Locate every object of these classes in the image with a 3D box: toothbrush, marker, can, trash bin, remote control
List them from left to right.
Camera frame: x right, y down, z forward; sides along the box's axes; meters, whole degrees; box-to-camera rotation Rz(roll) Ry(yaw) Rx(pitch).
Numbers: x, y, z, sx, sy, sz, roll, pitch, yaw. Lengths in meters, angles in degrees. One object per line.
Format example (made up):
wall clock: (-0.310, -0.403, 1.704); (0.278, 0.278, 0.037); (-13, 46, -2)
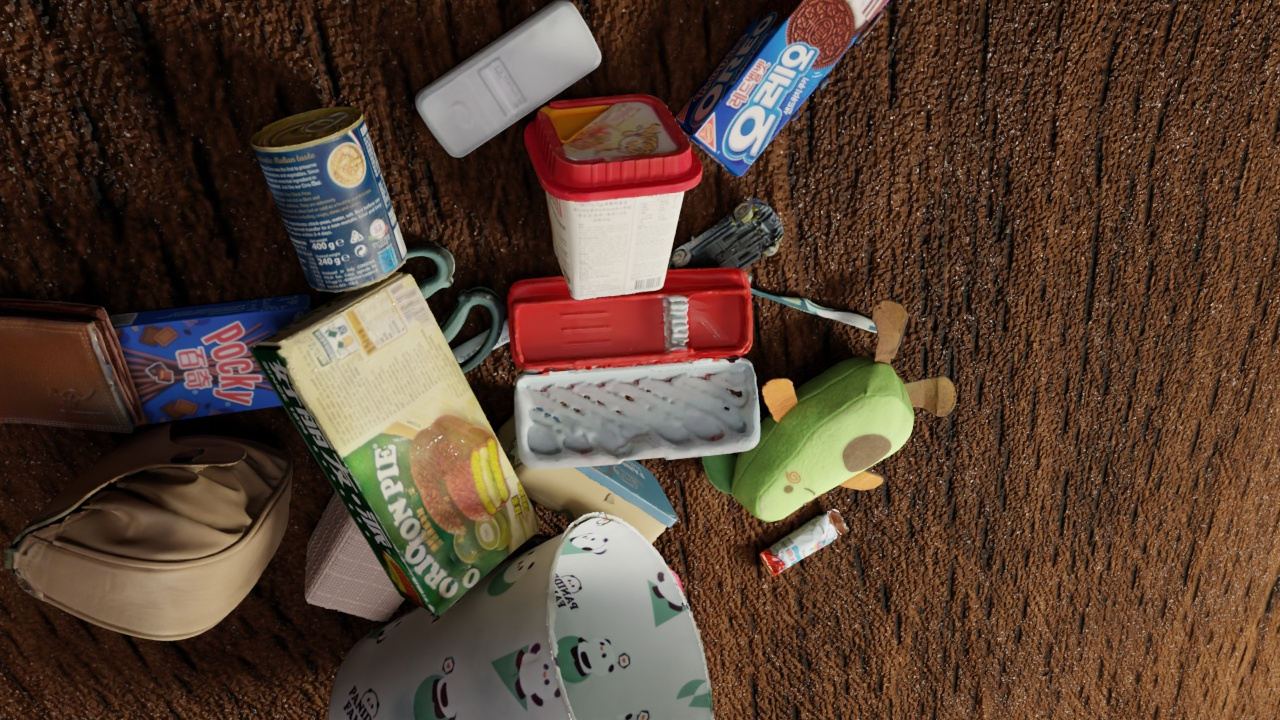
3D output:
can: (-0.215, -0.112, 0.645); (0.075, 0.075, 0.111); (-17, 123, -9)
marker: (-0.145, -0.005, 0.768); (0.130, 0.018, 0.023); (-28, 133, -1)
remote control: (-0.095, -0.204, 0.665); (0.136, 0.020, 0.056); (-33, 125, 2)
trash bin: (-0.104, 0.275, 0.765); (0.252, 0.229, 0.229); (-25, 127, 23)
toothbrush: (0.154, -0.053, 0.843); (0.191, 0.016, 0.018); (14, 103, -25)

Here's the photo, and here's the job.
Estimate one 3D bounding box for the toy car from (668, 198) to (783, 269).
toy car: (0.070, -0.095, 0.778); (0.106, 0.031, 0.049); (-34, 123, 15)

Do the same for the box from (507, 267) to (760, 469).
box: (-0.004, 0.005, 0.750); (0.201, 0.038, 0.158); (-4, 92, -8)

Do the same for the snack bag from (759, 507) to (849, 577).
snack bag: (0.174, 0.197, 0.991); (0.105, 0.026, 0.045); (-32, 121, -1)

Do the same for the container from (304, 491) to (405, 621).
container: (-0.230, 0.155, 0.792); (0.090, 0.090, 0.111); (25, 112, -30)

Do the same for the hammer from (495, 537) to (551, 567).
hammer: (-0.181, 0.298, 0.926); (0.324, 0.032, 0.126); (-46, 123, 11)

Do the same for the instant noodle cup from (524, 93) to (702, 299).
instant noodle cup: (-0.023, -0.120, 0.691); (0.116, 0.116, 0.124); (-8, 133, -14)

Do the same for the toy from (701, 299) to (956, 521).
toy: (0.184, 0.067, 0.878); (0.247, 0.090, 0.227); (-41, 126, 8)

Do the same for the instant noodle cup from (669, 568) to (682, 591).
instant noodle cup: (-0.033, 0.290, 0.926); (0.193, 0.066, 0.194); (-17, 137, -17)

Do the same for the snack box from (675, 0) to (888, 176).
snack box: (0.116, -0.239, 0.695); (0.058, 0.057, 0.208); (33, 105, -28)

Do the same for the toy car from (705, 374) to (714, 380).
toy car: (0.052, -0.004, 0.825); (0.043, 0.034, 0.091); (-3, 122, -20)

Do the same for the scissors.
scissors: (-0.183, -0.003, 0.742); (0.139, 0.019, 0.180); (31, 103, -19)

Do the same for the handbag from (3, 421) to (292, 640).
handbag: (-0.337, 0.108, 0.662); (0.147, 0.204, 0.100); (10, 105, -10)

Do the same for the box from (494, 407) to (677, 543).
box: (-0.046, 0.109, 0.827); (0.184, 0.089, 0.060); (34, 103, -34)

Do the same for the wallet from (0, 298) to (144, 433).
wallet: (-0.426, 0.006, 0.651); (0.124, 0.032, 0.101); (4, 124, 3)

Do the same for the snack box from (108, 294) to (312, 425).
snack box: (-0.328, 0.000, 0.702); (0.157, 0.026, 0.085); (-8, 122, -14)

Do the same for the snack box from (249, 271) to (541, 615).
snack box: (-0.177, 0.063, 0.694); (0.114, 0.063, 0.240); (-39, 116, -33)
